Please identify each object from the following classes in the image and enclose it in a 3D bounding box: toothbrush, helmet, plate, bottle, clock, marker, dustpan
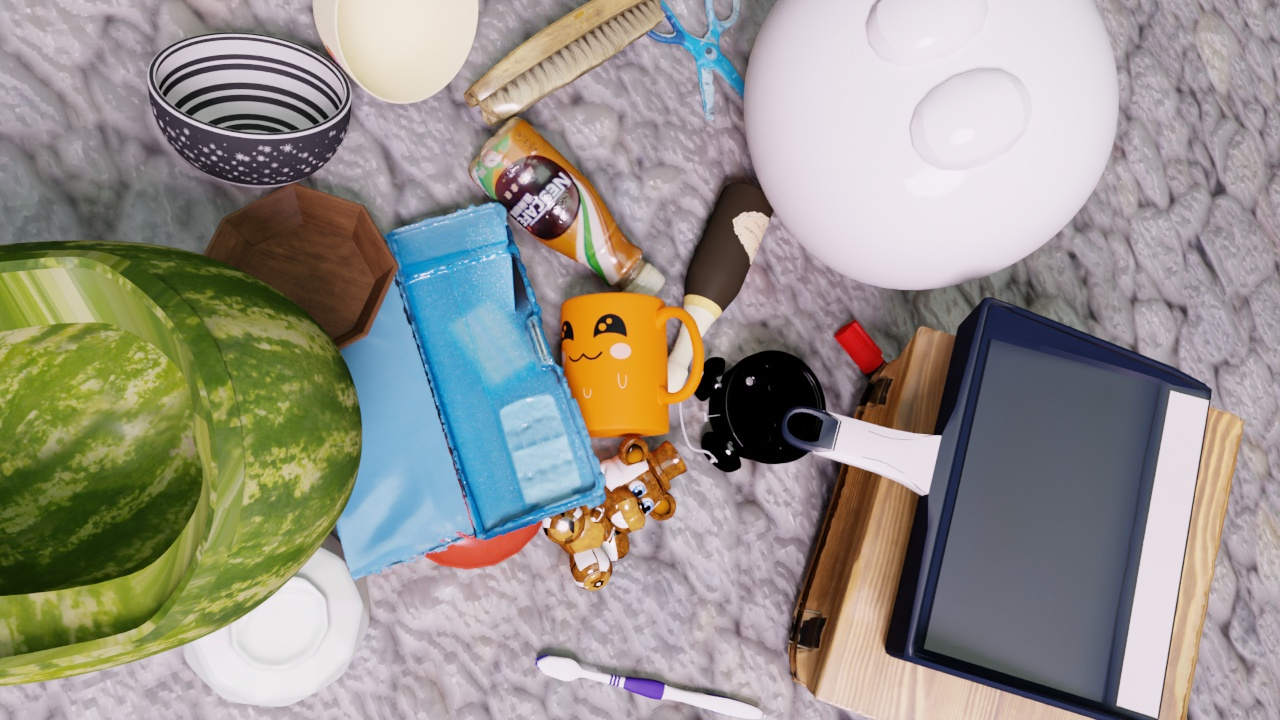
[{"bbox_3d":[0.009,0.242,0.676,0.186,0.016,0.015,20,74,-20],"label":"toothbrush"},{"bbox_3d":[-0.272,0.046,0.474,0.246,0.244,0.213,-9,87,-18],"label":"helmet"},{"bbox_3d":[-0.227,-0.051,0.608,0.131,0.025,0.131,0,72,-1],"label":"plate"},{"bbox_3d":[-0.051,-0.105,0.688,0.167,0.059,0.059,42,69,-13],"label":"bottle"},{"bbox_3d":[0.054,-0.054,0.726,0.045,0.045,0.184,29,72,-15],"label":"bottle"},{"bbox_3d":[0.086,0.039,0.725,0.120,0.043,0.091,-7,84,-22],"label":"clock"},{"bbox_3d":[0.221,0.027,0.792,0.023,0.021,0.145,-39,98,15],"label":"marker"},{"bbox_3d":[0.222,0.082,0.585,0.273,0.080,0.236,15,77,10],"label":"dustpan"}]

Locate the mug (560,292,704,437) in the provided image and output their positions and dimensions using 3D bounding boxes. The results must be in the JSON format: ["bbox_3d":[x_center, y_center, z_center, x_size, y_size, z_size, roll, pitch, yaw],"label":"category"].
[{"bbox_3d":[-0.004,0.004,0.662,0.077,0.113,0.096,13,73,-58],"label":"mug"}]

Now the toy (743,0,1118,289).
[{"bbox_3d":[0.216,-0.188,0.699,0.266,0.280,0.262,-23,88,12],"label":"toy"}]

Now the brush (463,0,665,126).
[{"bbox_3d":[-0.053,-0.241,0.710,0.195,0.059,0.043,-40,108,-24],"label":"brush"}]

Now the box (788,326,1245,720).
[{"bbox_3d":[0.258,0.154,0.713,0.259,0.221,0.279,18,79,8],"label":"box"}]

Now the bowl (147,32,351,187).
[{"bbox_3d":[-0.254,-0.155,0.604,0.120,0.067,0.120,11,44,-11],"label":"bowl"}]

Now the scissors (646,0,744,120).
[{"bbox_3d":[0.046,-0.267,0.779,0.127,0.012,0.137,2,82,-22],"label":"scissors"}]

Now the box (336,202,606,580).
[{"bbox_3d":[-0.140,0.012,0.619,0.174,0.033,0.231,-16,73,-13],"label":"box"}]

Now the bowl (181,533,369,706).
[{"bbox_3d":[-0.226,0.161,0.573,0.117,0.061,0.117,4,80,-22],"label":"bowl"}]

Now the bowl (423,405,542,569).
[{"bbox_3d":[-0.115,0.085,0.643,0.122,0.035,0.122,4,80,-21],"label":"bowl"}]

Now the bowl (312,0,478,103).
[{"bbox_3d":[-0.184,-0.250,0.645,0.074,0.118,0.117,31,65,31],"label":"bowl"}]

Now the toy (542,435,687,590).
[{"bbox_3d":[-0.017,0.102,0.664,0.112,0.067,0.087,-32,118,-11],"label":"toy"}]
